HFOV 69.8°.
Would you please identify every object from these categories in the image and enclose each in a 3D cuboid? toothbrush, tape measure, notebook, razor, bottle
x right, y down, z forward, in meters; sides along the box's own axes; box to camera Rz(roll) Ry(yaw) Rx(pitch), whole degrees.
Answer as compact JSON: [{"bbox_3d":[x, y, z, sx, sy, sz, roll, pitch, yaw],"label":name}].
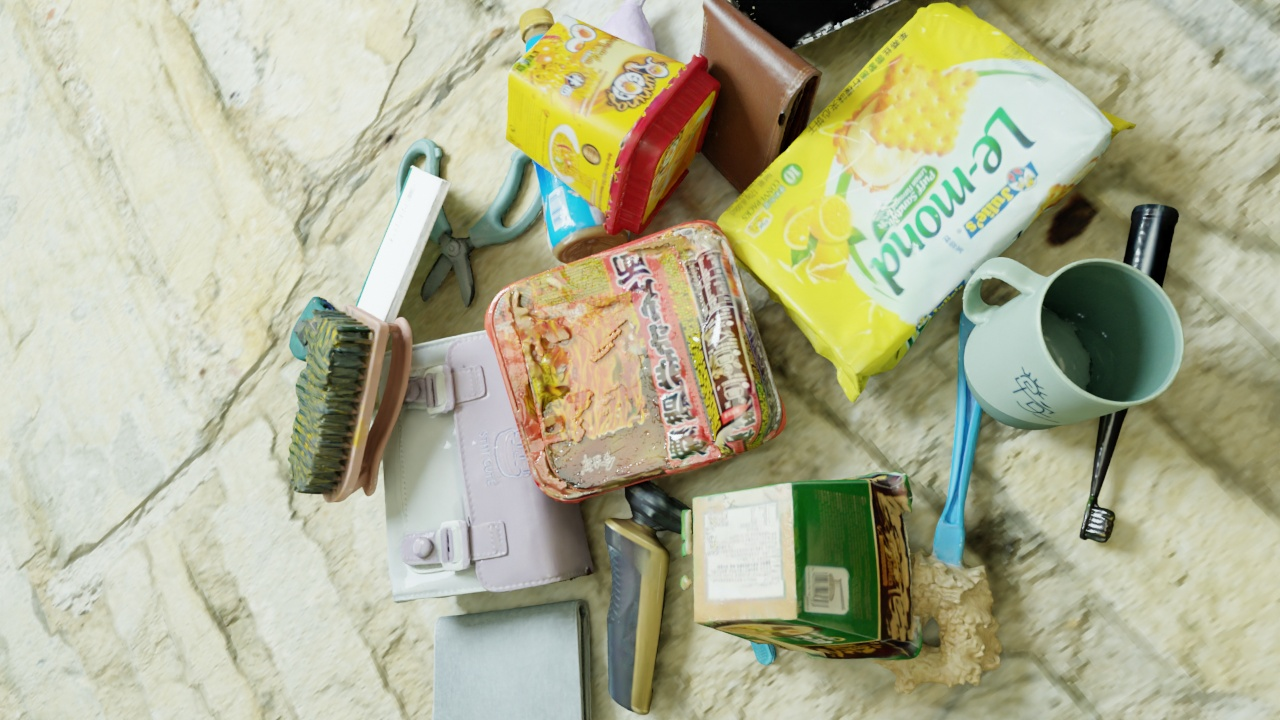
[{"bbox_3d":[0.300,0.008,0.570,0.027,0.026,0.212,9,84,46],"label":"toothbrush"},{"bbox_3d":[-0.296,-0.025,0.834,0.054,0.025,0.058,37,98,42],"label":"tape measure"},{"bbox_3d":[-0.215,-0.058,0.759,0.209,0.012,0.150,-66,26,6],"label":"notebook"},{"bbox_3d":[0.003,0.170,0.664,0.067,0.062,0.167,5,88,-7],"label":"razor"},{"bbox_3d":[-0.063,-0.186,0.744,0.065,0.065,0.218,-20,73,19],"label":"bottle"}]

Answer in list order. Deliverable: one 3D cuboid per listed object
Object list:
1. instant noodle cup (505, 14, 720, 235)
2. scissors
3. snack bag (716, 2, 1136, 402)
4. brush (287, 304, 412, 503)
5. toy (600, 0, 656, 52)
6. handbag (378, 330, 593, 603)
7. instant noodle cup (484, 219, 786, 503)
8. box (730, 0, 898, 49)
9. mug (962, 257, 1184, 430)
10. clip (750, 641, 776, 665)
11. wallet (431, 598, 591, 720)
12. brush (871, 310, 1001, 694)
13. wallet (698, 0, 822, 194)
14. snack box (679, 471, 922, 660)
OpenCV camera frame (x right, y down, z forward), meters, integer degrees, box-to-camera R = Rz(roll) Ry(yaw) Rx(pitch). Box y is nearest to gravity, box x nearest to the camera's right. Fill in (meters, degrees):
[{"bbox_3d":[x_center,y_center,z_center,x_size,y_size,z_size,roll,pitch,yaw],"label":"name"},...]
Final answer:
[{"bbox_3d":[-0.025,-0.173,0.658,0.123,0.116,0.116,32,62,7],"label":"instant noodle cup"},{"bbox_3d":[-0.162,-0.139,0.805,0.181,0.019,0.170,42,100,23],"label":"scissors"},{"bbox_3d":[0.179,-0.112,0.621,0.247,0.068,0.158,-46,66,11],"label":"snack bag"},{"bbox_3d":[-0.212,0.036,0.672,0.063,0.073,0.146,23,104,45],"label":"brush"},{"bbox_3d":[-0.011,-0.235,0.744,0.084,0.038,0.108,-30,75,31],"label":"toy"},{"bbox_3d":[-0.124,0.081,0.711,0.145,0.098,0.197,-12,76,16],"label":"handbag"},{"bbox_3d":[-0.004,0.004,0.659,0.189,0.079,0.164,-17,86,10],"label":"instant noodle cup"},{"bbox_3d":[0.139,-0.338,0.676,0.181,0.197,0.157,-22,114,18],"label":"box"},{"bbox_3d":[0.237,-0.013,0.543,0.112,0.106,0.082,42,78,4],"label":"mug"},{"bbox_3d":[0.080,0.184,0.639,0.014,0.045,0.057,-24,74,15],"label":"clip"},{"bbox_3d":[-0.098,0.243,0.700,0.130,0.037,0.106,-13,65,20],"label":"wallet"},{"bbox_3d":[0.203,0.090,0.596,0.083,0.046,0.254,7,80,29],"label":"brush"},{"bbox_3d":[0.073,-0.185,0.659,0.032,0.125,0.101,-30,65,-24],"label":"wallet"},{"bbox_3d":[0.097,0.126,0.573,0.118,0.105,0.118,-17,66,42],"label":"snack box"}]
